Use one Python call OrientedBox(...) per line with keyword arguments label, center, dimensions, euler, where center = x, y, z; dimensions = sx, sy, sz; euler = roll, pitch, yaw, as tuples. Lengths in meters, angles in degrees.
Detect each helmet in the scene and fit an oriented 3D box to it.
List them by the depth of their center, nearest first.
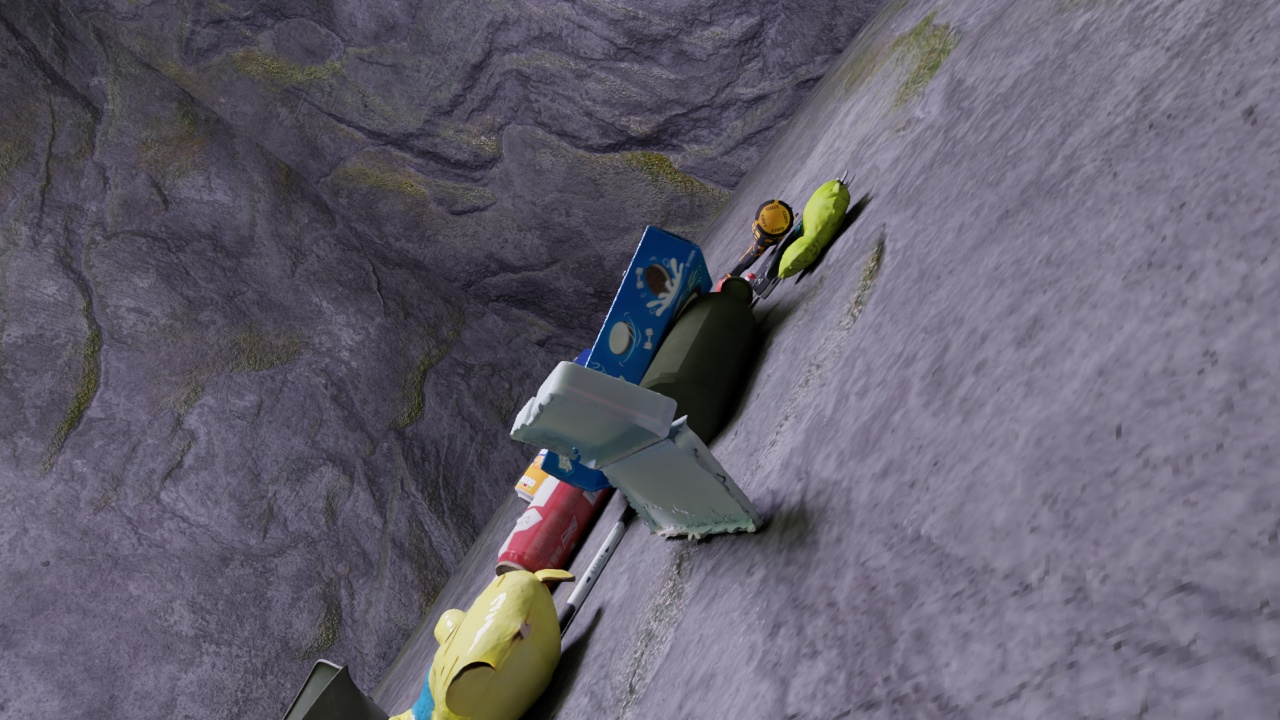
OrientedBox(label="helmet", center=(-0.309, 0.412, 0.868), dimensions=(0.269, 0.154, 0.226), euler=(-57, 1, 33))

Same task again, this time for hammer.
OrientedBox(label="hammer", center=(0.135, -0.134, 0.984), dimensions=(0.123, 0.036, 0.320), euler=(-46, -2, 3))

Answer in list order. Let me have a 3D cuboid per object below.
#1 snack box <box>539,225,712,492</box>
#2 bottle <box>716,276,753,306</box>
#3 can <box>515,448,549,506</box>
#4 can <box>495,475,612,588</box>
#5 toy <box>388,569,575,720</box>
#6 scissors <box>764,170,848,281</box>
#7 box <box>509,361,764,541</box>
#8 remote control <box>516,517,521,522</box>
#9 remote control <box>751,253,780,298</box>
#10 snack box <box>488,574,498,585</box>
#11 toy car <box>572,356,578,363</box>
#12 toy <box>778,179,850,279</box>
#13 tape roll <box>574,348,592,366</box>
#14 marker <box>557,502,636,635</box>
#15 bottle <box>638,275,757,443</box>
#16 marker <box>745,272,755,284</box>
OrientedBox(label="snack box", center=(-0.005, 0.005, 0.882), dimensions=(0.195, 0.056, 0.239), euler=(31, -97, -81))
OrientedBox(label="bottle", center=(0.083, -0.042, 0.965), dimensions=(0.044, 0.044, 0.108), euler=(-49, 7, 48))
OrientedBox(label="can", center=(-0.103, 0.145, 1.263), dimensions=(0.142, 0.079, 0.079), euler=(-55, 4, -16))
OrientedBox(label="can", center=(-0.089, 0.170, 0.988), dimensions=(0.169, 0.067, 0.067), euler=(-58, 6, -38))
OrientedBox(label="toy", center=(-0.120, 0.236, 0.697), dimensions=(0.215, 0.084, 0.148), euler=(-48, 14, 46))
OrientedBox(label="scissors", center=(0.168, -0.134, 0.922), dimensions=(0.153, 0.019, 0.127), euler=(-49, 9, 15))
OrientedBox(label="box", center=(-0.010, 0.057, 0.549), dimensions=(0.049, 0.136, 0.197), euler=(-54, 4, -17))
OrientedBox(label="remote control", center=(-0.103, 0.179, 1.139), dimensions=(0.131, 0.012, 0.033), euler=(-31, -9, 36))
OrientedBox(label="remote control", center=(0.139, -0.094, 1.003), dimensions=(0.045, 0.008, 0.146), euler=(-53, 4, 9))
OrientedBox(label="snack box", center=(-0.142, 0.255, 1.072), dimensions=(0.143, 0.040, 0.148), euler=(-55, 4, -19))
OrientedBox(label="toy car", center=(-0.036, 0.003, 0.979), dimensions=(0.039, 0.039, 0.113), euler=(-48, -8, 13))
OrientedBox(label="toy", center=(0.157, -0.118, 0.824), dimensions=(0.093, 0.036, 0.094), euler=(-60, -1, -15))
OrientedBox(label="tape roll", center=(-0.060, 0.034, 0.881), dimensions=(0.093, 0.016, 0.091), euler=(55, -122, -80))
OrientedBox(label="marker", center=(-0.039, 0.177, 0.772), dimensions=(0.151, 0.011, 0.011), euler=(-56, 5, -30))
OrientedBox(label="bottle", center=(0.059, -0.012, 0.793), dimensions=(0.072, 0.071, 0.206), euler=(-51, 5, 39))
OrientedBox(label="marker", center=(0.087, -0.040, 1.034), dimensions=(0.142, 0.013, 0.012), euler=(-57, 3, 20))
